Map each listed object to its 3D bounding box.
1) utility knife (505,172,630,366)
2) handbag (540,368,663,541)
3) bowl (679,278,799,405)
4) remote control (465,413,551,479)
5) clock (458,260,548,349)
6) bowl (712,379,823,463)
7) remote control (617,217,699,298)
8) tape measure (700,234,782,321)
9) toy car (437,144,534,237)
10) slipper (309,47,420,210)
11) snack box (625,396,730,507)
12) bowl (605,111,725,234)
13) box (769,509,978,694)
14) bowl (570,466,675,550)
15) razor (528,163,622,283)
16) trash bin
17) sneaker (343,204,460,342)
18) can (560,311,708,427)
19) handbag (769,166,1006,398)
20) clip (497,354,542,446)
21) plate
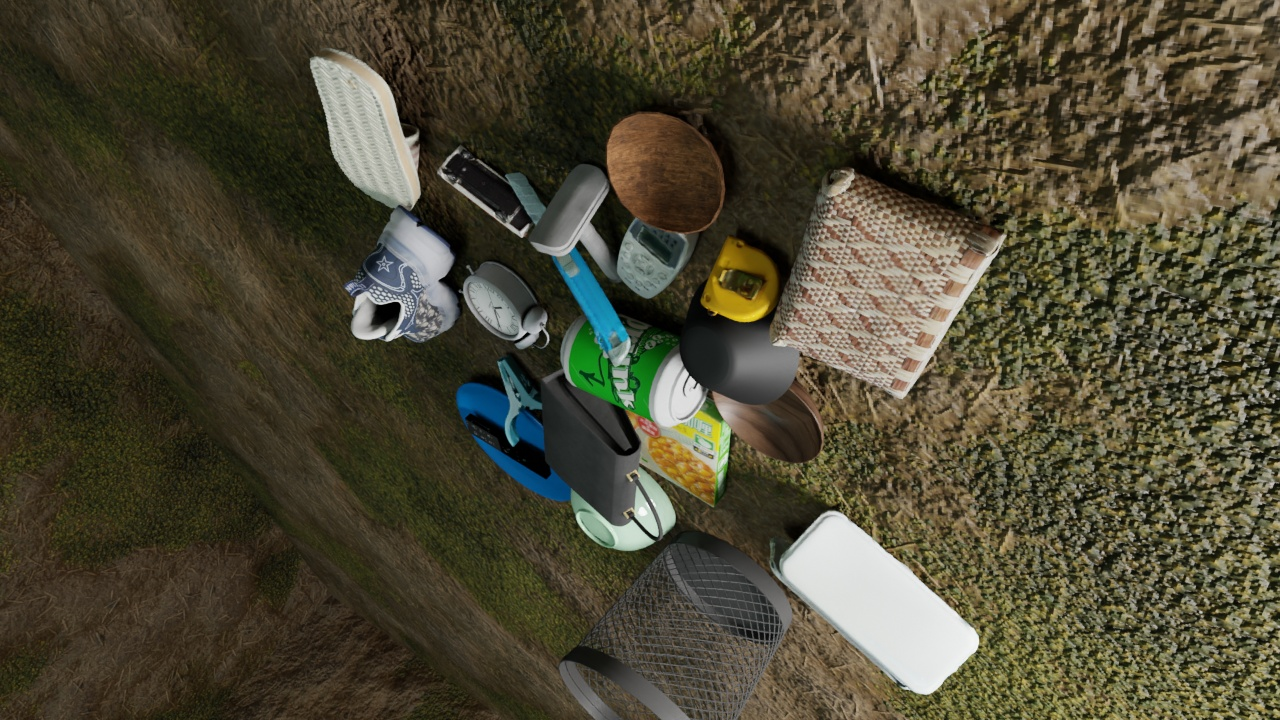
[{"bbox_3d":[-0.071,-0.093,0.886,0.220,0.031,0.015,58,-175,10],"label":"utility knife"},{"bbox_3d":[-0.032,0.125,1.053,0.195,0.072,0.176,51,155,28],"label":"handbag"},{"bbox_3d":[0.072,-0.011,0.800,0.124,0.052,0.124,21,122,39],"label":"bowl"},{"bbox_3d":[-0.188,0.121,1.297,0.150,0.013,0.034,27,146,25],"label":"remote control"},{"bbox_3d":[-0.153,-0.060,1.062,0.122,0.035,0.095,43,150,3],"label":"clock"},{"bbox_3d":[0.126,0.043,0.866,0.119,0.032,0.119,30,147,21],"label":"bowl"},{"bbox_3d":[0.013,-0.098,0.826,0.060,0.028,0.115,41,149,2],"label":"remote control"},{"bbox_3d":[0.085,-0.061,0.752,0.059,0.068,0.030,25,-179,20],"label":"tape measure"},{"bbox_3d":[-0.150,-0.168,0.925,0.113,0.039,0.039,37,171,11],"label":"toy car"},{"bbox_3d":[-0.280,-0.241,0.957,0.115,0.052,0.263,30,161,2],"label":"slipper"},{"bbox_3d":[0.037,0.082,1.024,0.132,0.027,0.168,29,147,24],"label":"snack box"},{"bbox_3d":[0.025,-0.155,0.740,0.114,0.026,0.102,19,132,31],"label":"bowl"},{"bbox_3d":[0.243,0.242,0.973,0.210,0.105,0.129,42,-169,-3],"label":"box"},{"bbox_3d":[-0.036,0.195,1.202,0.151,0.076,0.151,30,146,22],"label":"bowl"},{"bbox_3d":[-0.044,-0.110,0.851,0.047,0.088,0.116,19,161,35],"label":"razor"},{"bbox_3d":[0.053,0.364,1.159,0.218,0.226,0.218,30,147,22],"label":"trash bin"},{"bbox_3d":[-0.298,-0.070,1.111,0.103,0.132,0.270,38,158,5],"label":"sneaker"},{"bbox_3d":[-0.005,0.005,0.919,0.140,0.087,0.088,23,144,31],"label":"can"},{"bbox_3d":[0.173,-0.056,0.678,0.124,0.046,0.186,27,147,11],"label":"handbag"},{"bbox_3d":[-0.136,0.058,1.181,0.120,0.033,0.122,14,111,13],"label":"clip"},{"bbox_3d":[-0.170,0.111,1.305,0.224,0.024,0.225,30,147,21],"label":"plate"}]
